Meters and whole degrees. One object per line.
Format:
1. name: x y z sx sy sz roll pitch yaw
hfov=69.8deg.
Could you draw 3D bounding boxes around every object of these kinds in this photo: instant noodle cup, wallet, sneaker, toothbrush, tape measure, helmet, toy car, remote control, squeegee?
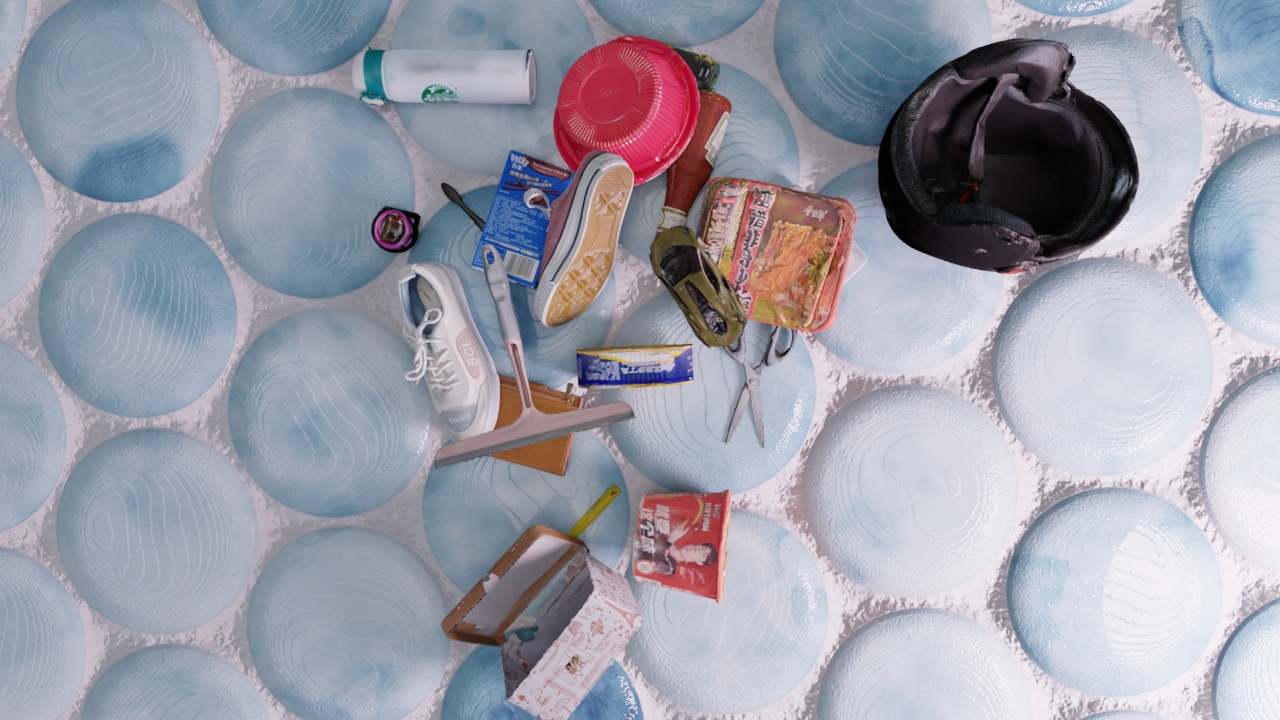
1. instant noodle cup: 0.052 0.223 1.128 0.109 0.138 0.138 5 92 8
2. wallet: -0.145 0.075 1.174 0.131 0.035 0.119 15 89 9
3. sneaker: -0.084 -0.154 1.121 0.088 0.118 0.242 46 129 32
4. instant noodle cup: 0.160 -0.130 1.118 0.189 0.079 0.165 15 103 12
5. instant noodle cup: -0.029 -0.312 1.114 0.194 0.065 0.193 -3 81 20
6. toothbrush: -0.094 0.233 1.188 0.015 0.016 0.190 43 93 0
7. tape measure: -0.314 -0.167 1.172 0.057 0.039 0.058 17 93 2
8. helmet: 0.404 -0.216 1.045 0.274 0.230 0.233 13 86 -6
9. toy car: 0.067 -0.087 1.094 0.070 0.042 0.158 -35 88 22
10. toy car: 0.055 -0.363 1.149 0.091 0.036 0.043 22 90 10
11. sneaker: -0.244 -0.009 1.139 0.090 0.090 0.242 -17 88 17
12. remote control: 0.223 -0.158 1.158 0.056 0.020 0.136 -44 90 4
13. squeegee: -0.155 -0.019 1.117 0.247 0.040 0.249 -14 90 0
14. toothbrush: -0.189 -0.159 1.183 0.014 0.016 0.189 -43 93 7

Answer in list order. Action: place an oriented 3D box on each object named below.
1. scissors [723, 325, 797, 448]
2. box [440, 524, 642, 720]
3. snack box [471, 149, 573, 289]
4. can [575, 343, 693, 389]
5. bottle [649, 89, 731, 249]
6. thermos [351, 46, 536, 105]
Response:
1. scissors: 0.144 0.020 1.172 0.175 0.014 0.159 -41 90 5
2. box: -0.127 0.304 1.125 0.181 0.153 0.182 37 93 -19
3. snack box: -0.149 -0.178 1.164 0.084 0.026 0.157 19 90 -5
4. can: -0.007 0.007 1.148 0.148 0.074 0.049 -3 95 2
5. bottle: 0.057 -0.231 1.145 0.060 0.059 0.206 18 93 2
6. thermos: -0.246 -0.354 1.149 0.224 0.073 0.073 1 92 3
